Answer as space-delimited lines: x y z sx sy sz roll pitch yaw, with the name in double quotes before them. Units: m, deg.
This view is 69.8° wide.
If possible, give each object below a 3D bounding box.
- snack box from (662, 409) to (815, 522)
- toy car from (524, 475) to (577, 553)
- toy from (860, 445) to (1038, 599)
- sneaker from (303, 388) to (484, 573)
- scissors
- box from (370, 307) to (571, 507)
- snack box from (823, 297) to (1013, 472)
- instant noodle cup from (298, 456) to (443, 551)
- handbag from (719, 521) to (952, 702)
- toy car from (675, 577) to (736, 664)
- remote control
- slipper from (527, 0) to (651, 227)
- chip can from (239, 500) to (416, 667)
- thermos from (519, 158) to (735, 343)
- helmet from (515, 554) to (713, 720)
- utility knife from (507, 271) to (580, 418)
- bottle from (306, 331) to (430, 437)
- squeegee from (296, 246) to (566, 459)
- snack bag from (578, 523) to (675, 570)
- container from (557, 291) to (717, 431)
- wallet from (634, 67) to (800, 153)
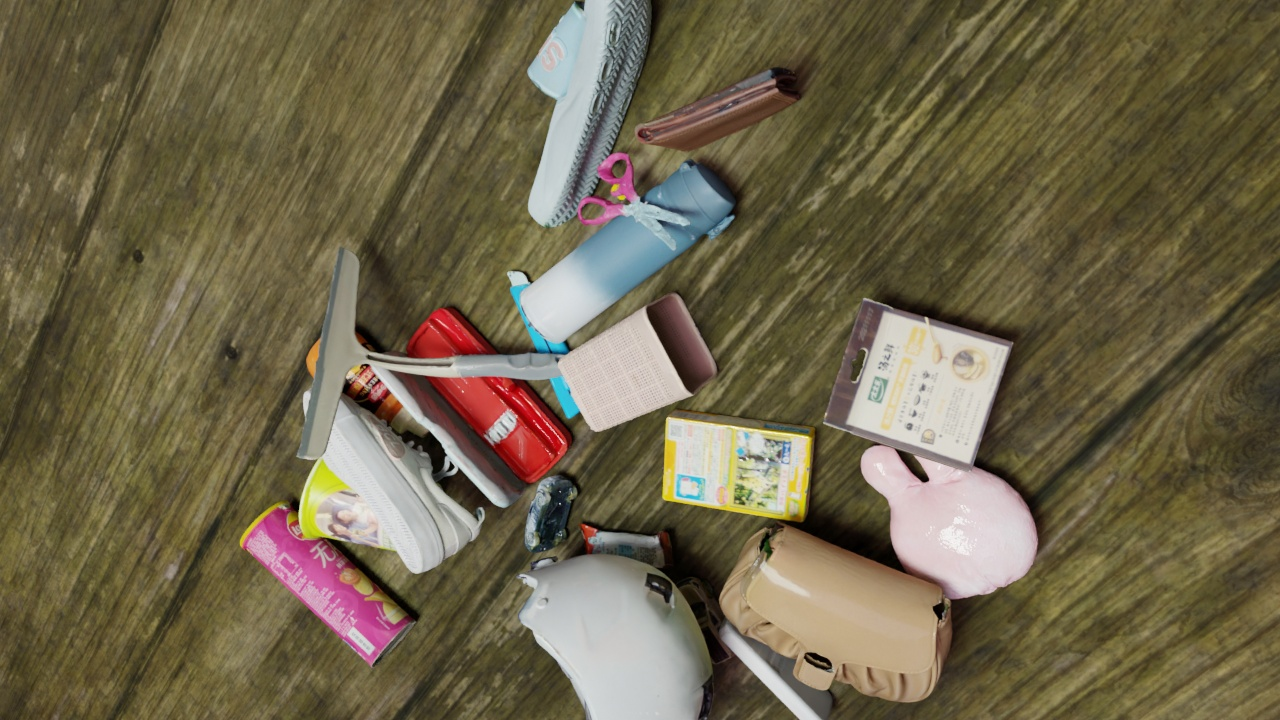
"snack box" 0.092 0.099 0.874 0.140 0.033 0.087 7 106 20
"toy car" -0.096 0.158 0.955 0.034 0.042 0.091 41 124 43
"toy" 0.268 0.130 0.805 0.121 0.054 0.159 -33 82 24
"sneaker" -0.248 0.101 0.924 0.242 0.090 0.090 44 137 24
"scissors" -0.010 -0.125 0.799 0.084 0.017 0.137 -48 53 12
"box" -0.174 0.050 0.922 0.201 0.101 0.095 47 115 3
"snack box" 0.232 0.021 0.772 0.126 0.053 0.113 18 89 17
"instant noodle cup" -0.284 0.156 0.993 0.123 0.111 0.112 16 109 8
"handbag" 0.173 0.231 0.824 0.204 0.099 0.148 20 141 15
"toy car" 0.065 0.262 0.924 0.042 0.035 0.090 -34 88 23
"remote control" 0.132 0.300 0.897 0.136 0.055 0.020 44 114 4
"slipper" -0.056 -0.235 0.808 0.074 0.103 0.246 28 118 14
"chip can" -0.361 0.258 1.061 0.210 0.071 0.072 40 113 6
"thermos" -0.013 -0.097 0.844 0.221 0.070 0.070 -34 90 24
"helmet" -0.013 0.279 0.869 0.146 0.259 0.229 -21 81 -7
"utility knife" -0.093 -0.019 0.919 0.034 0.018 0.159 -24 93 24
"bottle" -0.284 0.030 0.982 0.149 0.066 0.067 40 113 -1
"squeegee" -0.182 0.001 0.887 0.246 0.246 0.039 3 143 -10
"snack bag" -0.015 0.191 0.940 0.104 0.026 0.048 -2 109 20
"container" -0.005 0.005 0.855 0.111 0.089 0.090 -27 93 26
"wallet" 0.067 -0.208 0.765 0.125 0.101 0.032 -19 95 24
